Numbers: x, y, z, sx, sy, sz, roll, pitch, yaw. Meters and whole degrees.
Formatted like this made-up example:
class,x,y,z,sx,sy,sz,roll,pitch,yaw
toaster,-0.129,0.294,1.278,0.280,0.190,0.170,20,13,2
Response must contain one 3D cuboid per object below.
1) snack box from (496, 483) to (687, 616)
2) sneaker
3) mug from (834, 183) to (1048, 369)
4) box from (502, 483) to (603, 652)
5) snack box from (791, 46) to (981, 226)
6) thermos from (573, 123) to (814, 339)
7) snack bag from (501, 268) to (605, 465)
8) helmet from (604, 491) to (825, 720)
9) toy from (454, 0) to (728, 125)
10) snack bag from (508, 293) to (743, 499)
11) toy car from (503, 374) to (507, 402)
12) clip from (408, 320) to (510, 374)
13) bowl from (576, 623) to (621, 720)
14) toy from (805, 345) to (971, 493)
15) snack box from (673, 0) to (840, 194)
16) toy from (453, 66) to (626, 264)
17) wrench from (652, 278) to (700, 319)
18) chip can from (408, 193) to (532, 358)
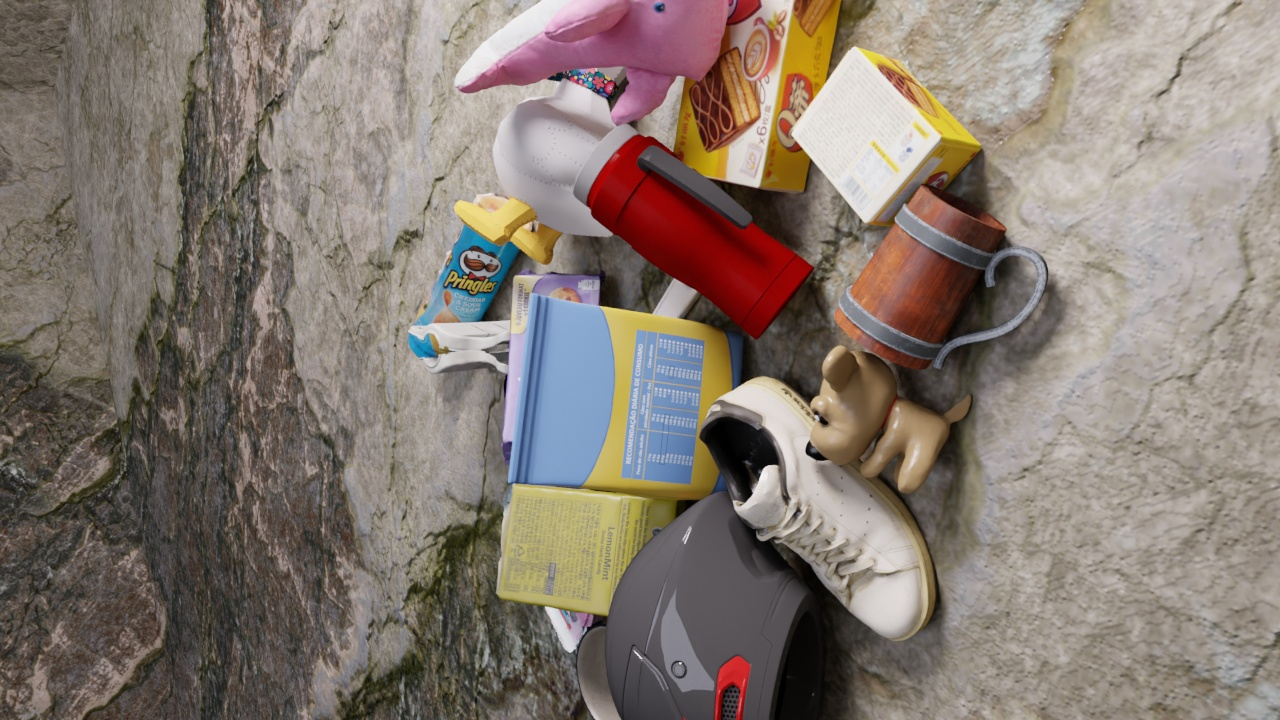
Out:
class,x,y,z,sx,sy,sz,roll,pitch,yaw
snack box,-0.050,0.187,0.903,0.181,0.045,0.121,3,78,18
sneaker,0.132,0.119,0.723,0.241,0.102,0.089,53,128,19
mug,0.215,-0.051,0.652,0.117,0.081,0.111,35,116,19
box,-0.098,0.213,1.034,0.201,0.044,0.155,60,154,26
snack box,0.180,-0.164,0.683,0.084,0.061,0.105,-53,57,36
thermos,0.044,-0.112,0.756,0.198,0.083,0.108,39,160,7
snack bag,-0.087,0.008,0.946,0.058,0.096,0.205,74,-161,-80
helmet,0.055,0.241,0.769,0.170,0.164,0.264,6,93,29
toy,-0.024,-0.264,0.763,0.266,0.186,0.128,-9,120,33
snack bag,-0.017,0.036,0.789,0.102,0.205,0.159,-1,81,51
toy car,-0.115,0.036,1.041,0.112,0.034,0.046,-2,93,46
clip,-0.172,-0.008,1.035,0.151,0.125,0.092,22,111,40
bowl,-0.007,0.318,0.932,0.116,0.059,0.115,6,98,47
toy,0.176,0.042,0.692,0.108,0.134,0.106,35,98,10
snack box,0.098,-0.263,0.761,0.110,0.061,0.230,24,111,44
toy,-0.060,-0.220,0.891,0.247,0.140,0.268,42,103,30
wrench,-0.006,0.005,0.933,0.066,0.018,0.274,54,128,29
chip can,-0.208,-0.094,1.101,0.230,0.079,0.079,-53,57,36
